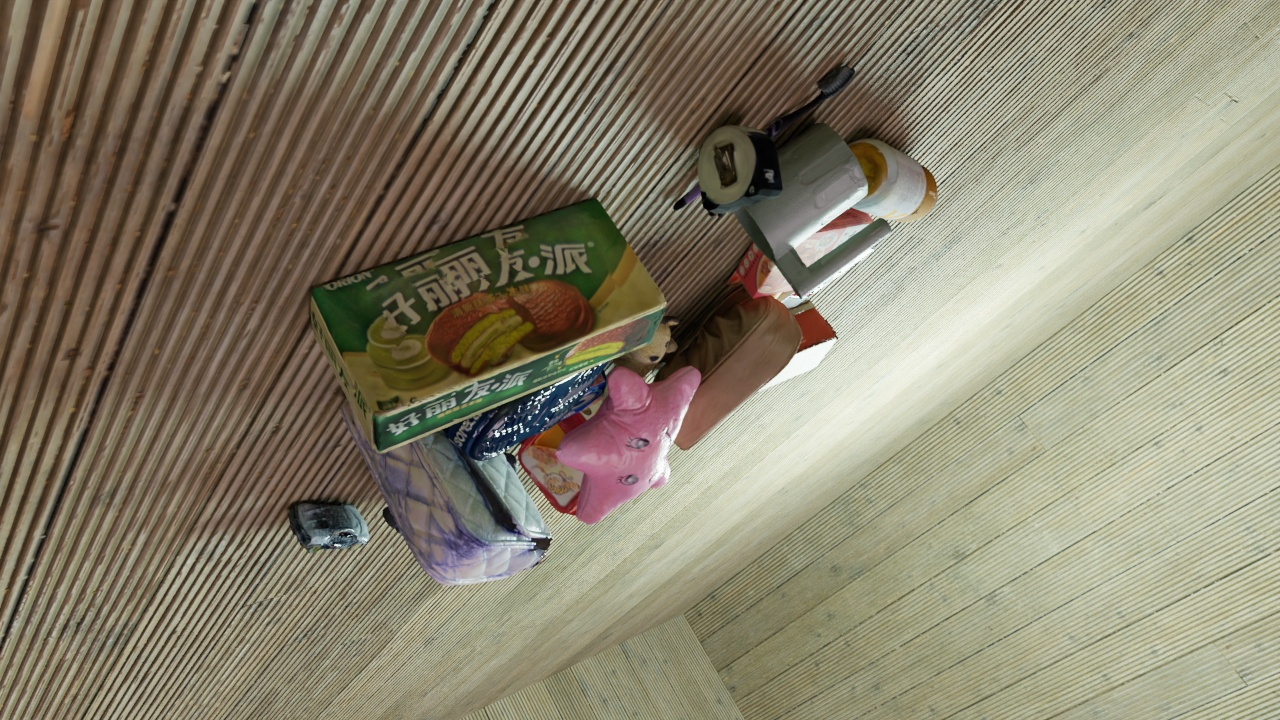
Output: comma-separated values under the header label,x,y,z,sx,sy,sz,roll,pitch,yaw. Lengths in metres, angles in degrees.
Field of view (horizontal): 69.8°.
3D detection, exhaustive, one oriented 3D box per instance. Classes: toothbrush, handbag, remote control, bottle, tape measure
label,x,y,z,sx,sy,sz,roll,pitch,yaw
toothbrush,0.102,-0.188,0.780,0.189,0.014,0.016,-36,152,12
handbag,0.088,0.002,1.054,0.205,0.100,0.147,-43,-166,24
remote control,0.218,-0.104,1.104,0.136,0.020,0.055,-37,160,34
bottle,0.260,-0.180,0.946,0.068,0.068,0.189,-43,157,27
tape measure,0.078,-0.156,0.742,0.033,0.066,0.066,-6,175,-44
handbag,-0.162,0.094,0.786,0.076,0.194,0.134,-39,159,12

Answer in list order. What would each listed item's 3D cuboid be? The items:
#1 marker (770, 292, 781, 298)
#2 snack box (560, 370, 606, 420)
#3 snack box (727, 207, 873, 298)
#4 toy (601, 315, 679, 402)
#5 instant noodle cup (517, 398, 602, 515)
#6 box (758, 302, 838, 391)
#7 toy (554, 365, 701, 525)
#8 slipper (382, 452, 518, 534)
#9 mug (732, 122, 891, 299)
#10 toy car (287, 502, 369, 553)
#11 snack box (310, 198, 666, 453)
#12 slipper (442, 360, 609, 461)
label,x,y,z,sx,sy,sz,roll,pitch,yaw
marker,0.175,-0.101,1.084,0.018,0.015,0.124,-7,145,-45
snack box,-0.134,0.050,0.921,0.207,0.057,0.058,-26,162,-18
snack box,0.170,-0.114,0.984,0.113,0.044,0.127,-14,152,-29
toy,-0.006,0.006,0.991,0.105,0.066,0.158,-5,143,-19
instant noodle cup,-0.060,0.102,1.086,0.124,0.116,0.117,-27,163,-52
box,0.175,-0.002,1.214,0.168,0.079,0.092,-21,156,-26
toy,-0.023,0.092,0.955,0.178,0.074,0.195,-4,122,-42
slipper,-0.193,0.164,0.997,0.111,0.083,0.268,-26,176,6
mug,0.150,-0.134,0.819,0.103,0.124,0.083,-36,178,2
toy car,-0.316,0.169,0.944,0.031,0.049,0.105,-35,161,12
snack box,-0.110,-0.031,0.688,0.239,0.114,0.063,-22,156,-24
slipper,-0.103,0.011,0.808,0.105,0.095,0.252,-50,175,27
